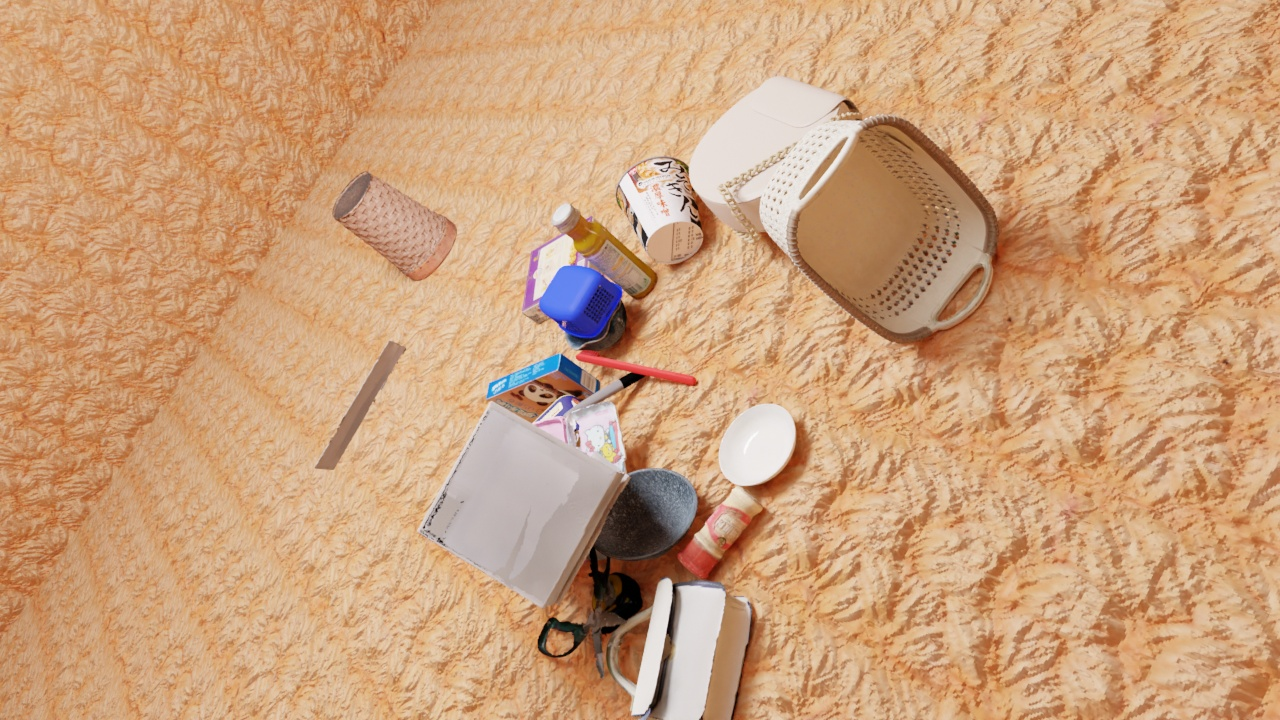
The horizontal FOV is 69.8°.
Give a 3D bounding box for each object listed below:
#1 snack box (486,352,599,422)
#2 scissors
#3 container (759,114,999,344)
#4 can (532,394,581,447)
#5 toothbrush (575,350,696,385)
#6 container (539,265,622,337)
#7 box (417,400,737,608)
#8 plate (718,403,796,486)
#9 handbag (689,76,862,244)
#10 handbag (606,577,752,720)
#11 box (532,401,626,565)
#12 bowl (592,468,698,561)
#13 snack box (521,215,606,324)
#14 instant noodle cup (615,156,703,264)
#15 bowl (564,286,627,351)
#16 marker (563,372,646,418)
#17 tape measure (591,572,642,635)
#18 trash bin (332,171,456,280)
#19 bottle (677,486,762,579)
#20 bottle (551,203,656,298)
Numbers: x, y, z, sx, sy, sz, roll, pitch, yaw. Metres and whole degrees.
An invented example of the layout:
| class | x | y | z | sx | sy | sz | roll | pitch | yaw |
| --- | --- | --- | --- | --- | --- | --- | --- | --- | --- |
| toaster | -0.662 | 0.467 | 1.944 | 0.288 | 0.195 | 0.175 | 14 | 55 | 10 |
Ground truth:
| class | x | y | z | sx | sy | sz | roll | pitch | yaw |
| --- | --- | --- | --- | --- | --- | --- | --- | --- | --- |
| snack box | -0.145 | 0.044 | 1.356 | 0.152 | 0.087 | 0.034 | -22 | 47 | 34 |
| scissors | -0.074 | 0.300 | 1.094 | 0.203 | 0.015 | 0.201 | -48 | 33 | 33 |
| container | 0.248 | -0.143 | 0.979 | 0.184 | 0.246 | 0.143 | -52 | 28 | 5 |
| can | -0.113 | 0.116 | 1.291 | 0.116 | 0.056 | 0.092 | -44 | 37 | 12 |
| toothbrush | -0.008 | 0.007 | 1.273 | 0.213 | 0.012 | 0.017 | 11 | 44 | 38 |
| container | -0.092 | -0.091 | 1.340 | 0.114 | 0.058 | 0.096 | 19 | 75 | 52 |
| box | -0.057 | 0.204 | 1.126 | 0.174 | 0.422 | 0.167 | 27 | 85 | 35 |
| plate | 0.140 | 0.101 | 1.060 | 0.104 | 0.026 | 0.104 | -27 | 45 | 30 |
| handbag | 0.165 | -0.273 | 1.195 | 0.208 | 0.103 | 0.210 | -47 | 39 | 1 |
| handbag | 0.021 | 0.311 | 0.976 | 0.176 | 0.074 | 0.151 | -10 | 54 | 43 |
| box | -0.080 | 0.164 | 1.188 | 0.153 | 0.038 | 0.201 | -16 | 69 | 18 |
| bowl | 0.008 | 0.196 | 1.083 | 0.137 | 0.057 | 0.136 | -14 | 37 | 11 |
| snack box | -0.127 | -0.152 | 1.534 | 0.148 | 0.040 | 0.143 | -25 | 45 | 32 |
| instant noodle cup | 0.036 | -0.216 | 1.362 | 0.124 | 0.123 | 0.121 | -34 | 50 | 22 |
| bowl | -0.058 | -0.054 | 1.371 | 0.111 | 0.055 | 0.110 | -27 | 44 | 29 |
| marker | -0.046 | 0.046 | 1.265 | 0.138 | 0.016 | 0.022 | -30 | 20 | -15 |
| tape measure | -0.031 | 0.282 | 1.086 | 0.062 | 0.034 | 0.061 | -43 | 37 | 14 |
| trash bin | -0.510 | -0.285 | 1.907 | 0.152 | 0.210 | 0.151 | -27 | 44 | 29 |
| bottle | 0.089 | 0.192 | 1.027 | 0.109 | 0.044 | 0.044 | -50 | 37 | 2 |
| bottle | -0.054 | -0.161 | 1.343 | 0.053 | 0.186 | 0.053 | -28 | 43 | 29 |
